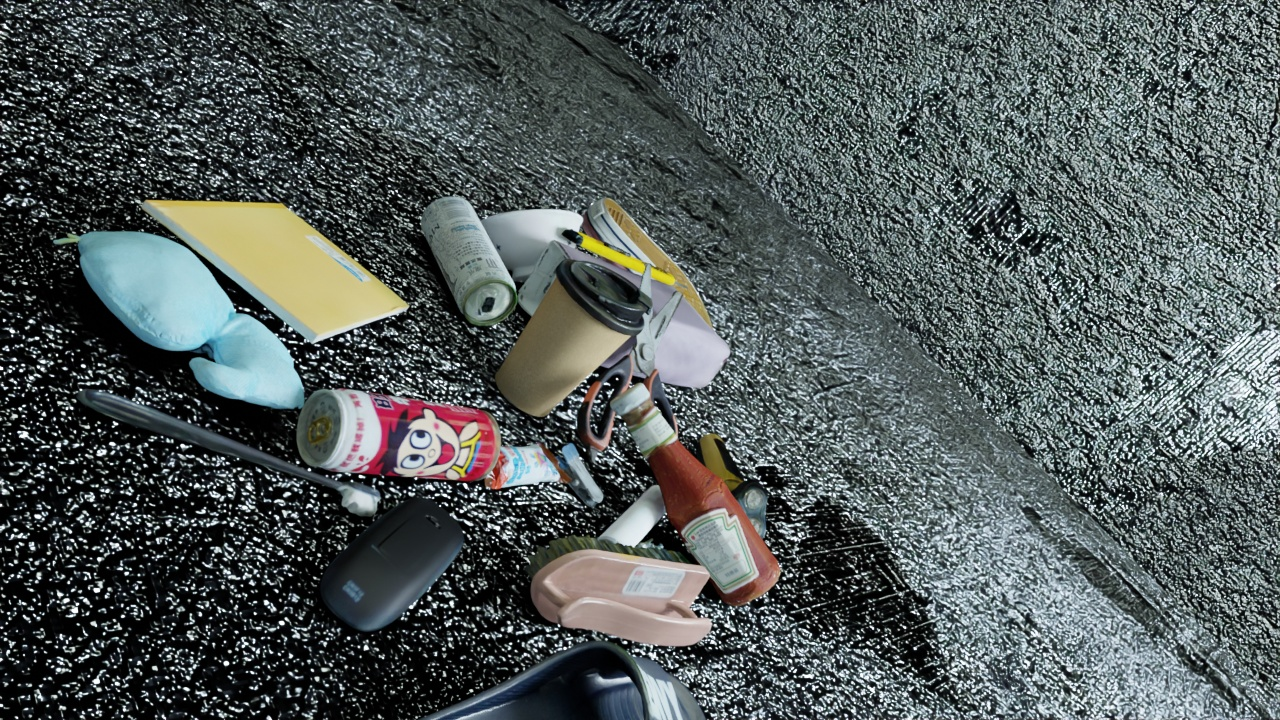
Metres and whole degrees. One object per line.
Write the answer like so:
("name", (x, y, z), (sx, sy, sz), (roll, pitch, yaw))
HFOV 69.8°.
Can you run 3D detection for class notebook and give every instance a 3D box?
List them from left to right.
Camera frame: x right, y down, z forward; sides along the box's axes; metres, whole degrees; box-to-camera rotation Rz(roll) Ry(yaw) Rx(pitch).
("notebook", (-0.266, -0.075, 0.707), (0.146, 0.010, 0.206), (39, 9, -4))

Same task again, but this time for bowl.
("bowl", (-0.121, -0.123, 1.023), (0.118, 0.118, 0.064), (1, 83, -60))

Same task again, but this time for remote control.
("remote control", (-0.145, 0.117, 0.562), (0.053, 0.024, 0.136), (40, 20, 0))

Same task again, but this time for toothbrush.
("toothbrush", (-0.236, 0.056, 0.540), (0.181, 0.016, 0.018), (29, 32, -30))
("toothbrush", (0.007, 0.130, 0.804), (0.026, 0.027, 0.220), (64, 21, -1))

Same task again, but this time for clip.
("clip", (-0.052, 0.098, 0.773), (0.058, 0.044, 0.027), (54, 20, 10))

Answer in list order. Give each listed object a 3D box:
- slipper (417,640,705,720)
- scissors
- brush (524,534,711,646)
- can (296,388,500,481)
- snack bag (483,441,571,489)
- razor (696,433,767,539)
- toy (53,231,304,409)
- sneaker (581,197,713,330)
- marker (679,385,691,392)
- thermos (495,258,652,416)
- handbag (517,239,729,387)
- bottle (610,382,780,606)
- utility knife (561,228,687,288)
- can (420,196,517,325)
("slipper", (-0.029, 0.211, 0.493), (0.267, 0.083, 0.110), (11, 38, -51))
("scissors", (0.000, 0.014, 0.889), (0.188, 0.015, 0.224), (-17, 92, -46))
("brush", (-0.015, 0.163, 0.641), (0.145, 0.063, 0.073), (21, 18, -41))
("can", (-0.161, 0.052, 0.624), (0.132, 0.053, 0.053), (14, 33, -50))
("snack bag", (-0.096, 0.082, 0.718), (0.045, 0.026, 0.105), (47, 19, 25))
("razor", (0.086, 0.120, 0.918), (0.062, 0.068, 0.167), (35, 15, -18))
("toy", (-0.285, -0.030, 0.575), (0.156, 0.050, 0.161), (38, 7, -37))
("sneaker", (0.000, -0.091, 1.161), (0.241, 0.088, 0.118), (48, 24, -16))
("marker", (0.053, 0.005, 1.158), (0.018, 0.015, 0.124), (28, 24, -18))
("thermos", (-0.064, -0.020, 0.816), (0.093, 0.143, 0.093), (34, 21, -15))
("handbag", (-0.016, -0.038, 0.999), (0.196, 0.098, 0.145), (14, 21, -48))
("bottle", (0.043, 0.113, 0.789), (0.206, 0.060, 0.059), (56, 21, 0))
("utility knife", (-0.011, -0.112, 1.026), (0.177, 0.015, 0.033), (20, 15, -34))
("can", (-0.172, -0.101, 0.915), (0.058, 0.058, 0.146), (19, 29, -45))
